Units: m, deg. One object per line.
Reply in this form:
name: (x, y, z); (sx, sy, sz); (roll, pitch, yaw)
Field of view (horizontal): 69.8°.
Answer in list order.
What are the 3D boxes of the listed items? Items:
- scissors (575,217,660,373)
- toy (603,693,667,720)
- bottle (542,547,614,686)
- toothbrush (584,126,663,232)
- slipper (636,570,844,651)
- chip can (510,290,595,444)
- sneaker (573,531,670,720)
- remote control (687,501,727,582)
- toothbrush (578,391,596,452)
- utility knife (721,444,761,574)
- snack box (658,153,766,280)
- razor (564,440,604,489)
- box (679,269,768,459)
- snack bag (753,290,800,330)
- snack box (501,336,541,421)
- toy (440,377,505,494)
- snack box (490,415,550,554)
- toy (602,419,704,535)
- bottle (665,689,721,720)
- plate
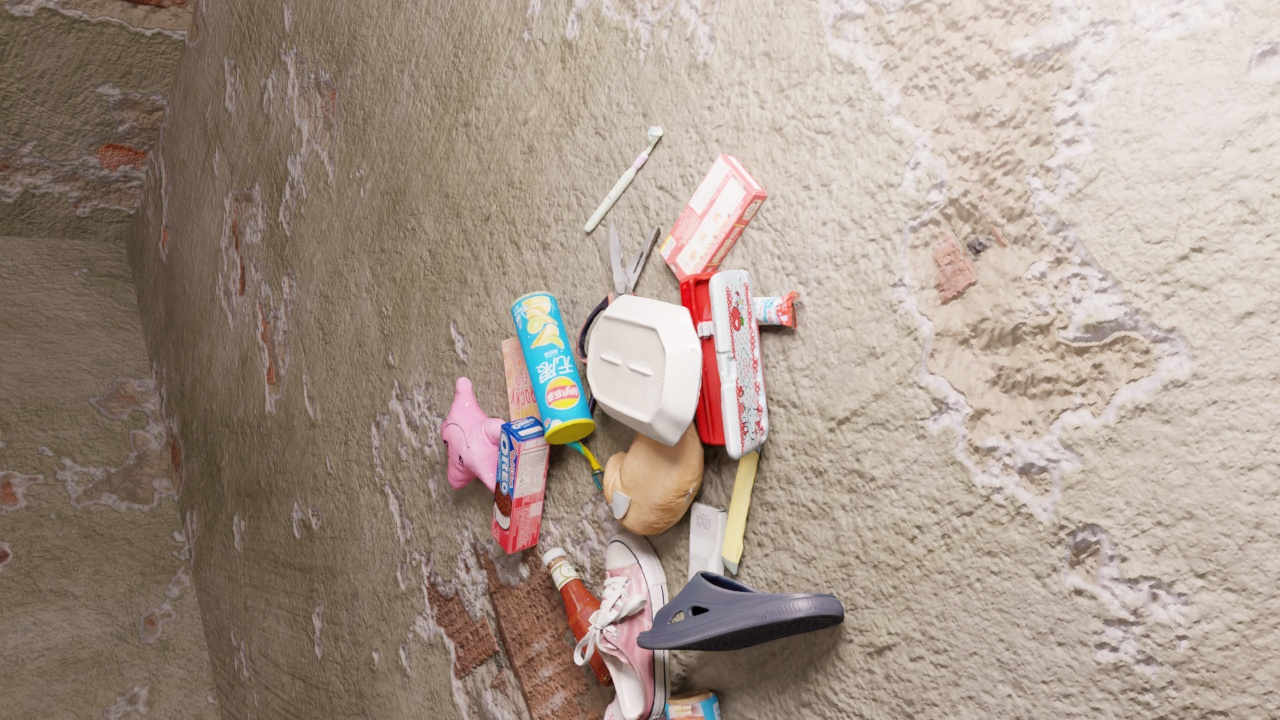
scissors: (-0.026, -0.076, 1.208); (0.189, 0.015, 0.225); (-27, 73, 36)
toy: (0.012, 0.497, 1.177); (0.159, 0.054, 0.121); (37, 111, 34)
bottle: (-0.076, 0.347, 1.266); (0.206, 0.059, 0.060); (54, 128, 33)
toothbrush: (-0.026, -0.236, 1.216); (0.020, 0.029, 0.190); (37, 130, -6)
slipper: (0.108, 0.277, 1.033); (0.269, 0.110, 0.083); (-27, 56, 40)
chip can: (-0.126, 0.009, 1.288); (0.071, 0.071, 0.210); (-41, 59, 41)
sneaker: (-0.022, 0.333, 1.162); (0.119, 0.087, 0.240); (-31, 56, 43)
remote control: (0.079, 0.237, 1.111); (0.049, 0.024, 0.125); (9, 97, 48)
toothbrush: (-0.063, 0.047, 1.275); (0.014, 0.016, 0.189); (39, 122, 44)
utility knife: (0.118, 0.161, 1.068); (0.031, 0.019, 0.179); (18, 106, 42)
snack box: (0.083, -0.162, 1.089); (0.075, 0.025, 0.153); (56, 130, 29)
razor: (-0.090, 0.128, 1.286); (0.132, 0.028, 0.043); (38, 163, 36)
box: (0.081, 0.004, 1.011); (0.095, 0.100, 0.201); (-3, 98, 31)
snack bag: (0.140, -0.056, 1.028); (0.105, 0.026, 0.045); (2, 100, 51)
snack box: (-0.167, 0.039, 1.379); (0.085, 0.026, 0.157); (-14, 81, 48)
toy: (-0.265, 0.142, 1.457); (0.194, 0.074, 0.179); (43, 122, 37)
snack box: (-0.176, 0.183, 1.348); (0.057, 0.058, 0.208); (38, 129, 41)
toy: (0.029, 0.113, 1.120); (0.143, 0.082, 0.226); (50, 125, 34)
bottle: (0.081, 0.508, 1.088); (0.065, 0.065, 0.218); (-23, 75, 46)
plate: (-0.006, 0.006, 1.090); (0.266, 0.034, 0.162); (22, 107, 63)
